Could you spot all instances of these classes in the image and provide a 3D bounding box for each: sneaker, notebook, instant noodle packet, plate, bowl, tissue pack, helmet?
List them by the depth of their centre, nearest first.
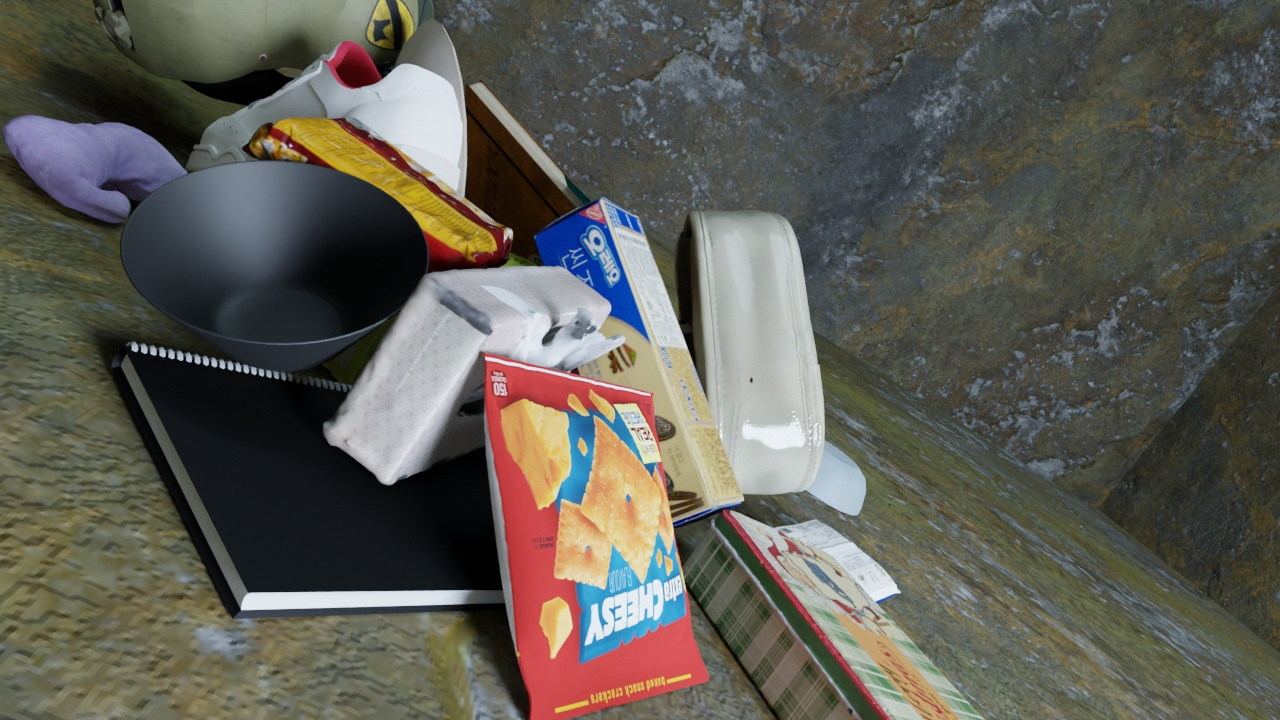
[{"bbox_3d":[-0.111,0.056,0.415,0.149,0.016,0.206,43,15,35],"label":"notebook"},{"bbox_3d":[-0.161,-0.033,0.415,0.124,0.053,0.123,10,43,-10],"label":"bowl"},{"bbox_3d":[-0.067,0.001,0.462,0.071,0.104,0.181,39,12,10],"label":"tissue pack"},{"bbox_3d":[-0.134,-0.088,0.495,0.135,0.040,0.098,35,11,-4],"label":"instant noodle packet"},{"bbox_3d":[-0.215,-0.162,0.628,0.237,0.104,0.090,8,-4,36],"label":"sneaker"},{"bbox_3d":[0.142,0.150,0.678,0.087,0.026,0.134,39,13,26],"label":"instant noodle packet"},{"bbox_3d":[-0.172,-0.159,0.692,0.027,0.189,0.188,-3,30,-28],"label":"plate"},{"bbox_3d":[-0.310,-0.305,0.719,0.250,0.256,0.232,34,9,16],"label":"helmet"},{"bbox_3d":[-0.070,-0.089,0.721,0.014,0.179,0.249,-26,62,-27],"label":"notebook"},{"bbox_3d":[0.188,0.109,0.936,0.106,0.039,0.106,31,12,-8],"label":"bowl"}]

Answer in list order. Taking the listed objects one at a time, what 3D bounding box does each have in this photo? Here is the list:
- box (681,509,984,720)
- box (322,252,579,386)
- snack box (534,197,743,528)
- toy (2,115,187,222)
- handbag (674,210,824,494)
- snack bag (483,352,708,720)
[{"bbox_3d":[0.113,0.166,0.483,0.117,0.050,0.205,24,15,-34],"label":"box"},{"bbox_3d":[-0.118,-0.033,0.600,0.124,0.082,0.220,41,15,31],"label":"box"},{"bbox_3d":[-0.003,0.003,0.578,0.056,0.057,0.206,10,58,-64],"label":"snack box"},{"bbox_3d":[-0.307,-0.109,0.528,0.080,0.036,0.099,45,18,9],"label":"toy"},{"bbox_3d":[0.052,-0.012,0.722,0.132,0.229,0.184,1,-4,-8],"label":"handbag"},{"bbox_3d":[-0.019,0.076,0.405,0.130,0.039,0.144,16,59,-55],"label":"snack bag"}]
